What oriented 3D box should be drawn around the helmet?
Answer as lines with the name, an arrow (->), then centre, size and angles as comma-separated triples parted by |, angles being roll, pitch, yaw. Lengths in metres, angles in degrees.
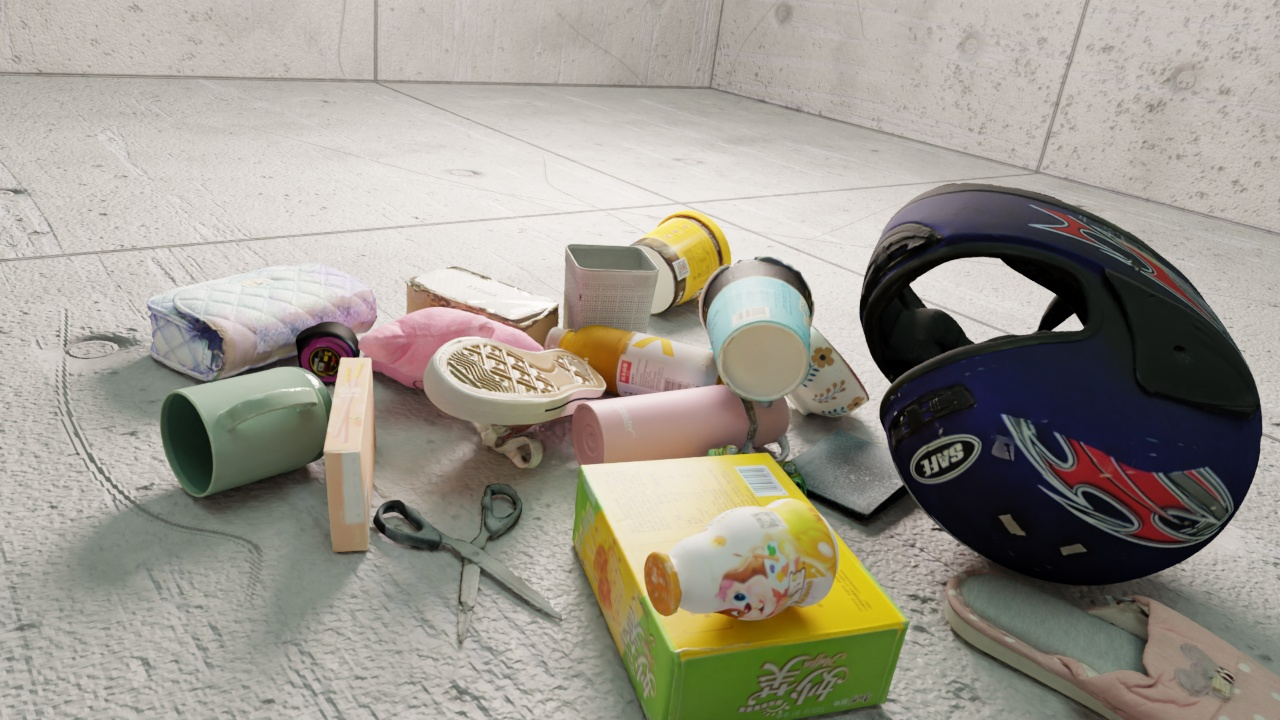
helmet -> 0.302, 0.034, 0.703 | 0.315, 0.248, 0.239 | 31, 54, -5

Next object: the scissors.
scissors -> -0.119, 0.138, 0.662 | 0.181, 0.014, 0.159 | 20, 28, 21

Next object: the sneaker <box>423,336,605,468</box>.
sneaker -> -0.113, 0.039, 0.797 | 0.118, 0.088, 0.240 | 41, 14, 17

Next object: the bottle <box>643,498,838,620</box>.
bottle -> 0.057, 0.115, 0.518 | 0.108, 0.063, 0.063 | -6, 27, -27

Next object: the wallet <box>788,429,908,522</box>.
wallet -> 0.190, 0.102, 0.828 | 0.097, 0.019, 0.120 | 23, 29, 36

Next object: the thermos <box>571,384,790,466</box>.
thermos -> 0.044, 0.067, 0.816 | 0.198, 0.067, 0.087 | -4, 58, -29

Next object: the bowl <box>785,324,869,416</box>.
bowl -> 0.173, 0.016, 0.938 | 0.062, 0.113, 0.113 | -39, 30, 2

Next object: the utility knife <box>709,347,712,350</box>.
utility knife -> 0.107, -0.021, 1.089 | 0.029, 0.013, 0.195 | 19, 26, 24

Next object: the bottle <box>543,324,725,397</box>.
bottle -> -0.005, 0.005, 0.925 | 0.190, 0.068, 0.067 | 14, 24, 16

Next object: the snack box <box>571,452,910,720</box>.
snack box -> 0.054, 0.145, 0.619 | 0.157, 0.070, 0.210 | -2, 25, -19

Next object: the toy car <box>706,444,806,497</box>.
toy car -> 0.093, 0.102, 0.763 | 0.091, 0.043, 0.036 | 10, 38, 27

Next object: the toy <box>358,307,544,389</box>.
toy -> -0.173, -0.011, 0.864 | 0.178, 0.074, 0.195 | -2, -7, -17

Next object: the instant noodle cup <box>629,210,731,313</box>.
instant noodle cup -> 0.039, -0.122, 1.183 | 0.118, 0.119, 0.114 | 22, 34, 30

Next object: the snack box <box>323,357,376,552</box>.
snack box -> -0.220, 0.067, 0.701 | 0.026, 0.085, 0.157 | -2, 25, -13

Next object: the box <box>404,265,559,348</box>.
box -> -0.170, -0.047, 1.009 | 0.184, 0.064, 0.089 | 23, 29, 29

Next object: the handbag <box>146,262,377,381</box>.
handbag -> -0.381, -0.046, 0.922 | 0.134, 0.076, 0.193 | 19, 27, 26

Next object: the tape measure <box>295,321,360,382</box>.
tape measure -> -0.300, -0.009, 0.885 | 0.058, 0.057, 0.039 | -4, 24, -6

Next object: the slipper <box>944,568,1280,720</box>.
slipper -> 0.333, 0.200, 0.595 | 0.275, 0.054, 0.114 | 24, 28, 36

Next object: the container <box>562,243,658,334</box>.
container -> -0.038, -0.060, 1.006 | 0.090, 0.114, 0.090 | 1, 24, -16

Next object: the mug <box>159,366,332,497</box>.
mug -> -0.291, 0.046, 0.702 | 0.112, 0.082, 0.106 | -30, -9, 41

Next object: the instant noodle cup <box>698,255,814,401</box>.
instant noodle cup -> 0.108, -0.023, 0.831 | 0.111, 0.111, 0.120 | 7, 28, 0
